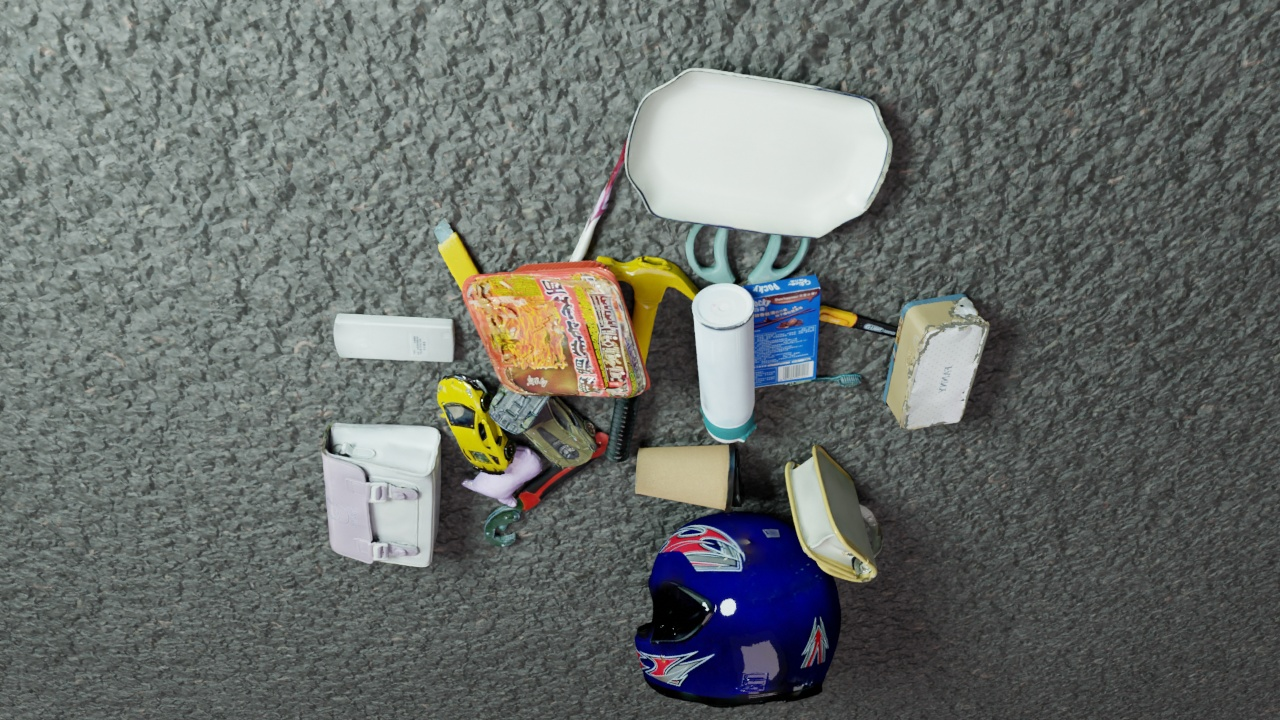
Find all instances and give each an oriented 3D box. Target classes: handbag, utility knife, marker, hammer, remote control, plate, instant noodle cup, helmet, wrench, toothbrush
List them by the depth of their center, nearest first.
[{"bbox_3d":[0.115,-0.206,0.909,0.265,0.034,0.162,5,128,-11],"label":"plate"},{"bbox_3d":[-0.039,-0.158,0.960,0.017,0.016,0.188,9,131,-25],"label":"toothbrush"},{"bbox_3d":[-0.085,-0.039,0.995,0.189,0.078,0.165,0,127,22],"label":"instant noodle cup"},{"bbox_3d":[-0.184,-0.086,1.013,0.033,0.015,0.174,-19,130,5],"label":"utility knife"},{"bbox_3d":[-0.283,-0.026,1.057,0.135,0.019,0.056,2,132,-6],"label":"remote control"},{"bbox_3d":[0.262,-0.043,1.085,0.123,0.015,0.018,13,136,-18],"label":"marker"},{"bbox_3d":[-0.006,0.006,1.092,0.128,0.032,0.301,5,129,-8],"label":"hammer"},{"bbox_3d":[0.181,0.028,1.140,0.191,0.018,0.016,-2,132,-2],"label":"toothbrush"},{"bbox_3d":[-0.335,0.178,1.192,0.145,0.098,0.197,8,131,-4],"label":"handbag"},{"bbox_3d":[0.268,0.218,1.222,0.063,0.163,0.178,-34,126,26],"label":"handbag"},{"bbox_3d":[-0.133,0.177,1.253,0.056,0.016,0.274,29,124,-26],"label":"wrench"},{"bbox_3d":[0.121,0.330,1.262,0.246,0.240,0.316,2,169,-38],"label":"helmet"}]

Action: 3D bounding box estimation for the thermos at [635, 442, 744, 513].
[{"bbox_3d":[0.067,0.150,1.200,0.143,0.092,0.093,3,132,3],"label":"thermos"}]

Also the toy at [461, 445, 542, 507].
[{"bbox_3d":[-0.173,0.152,1.212,0.084,0.038,0.108,30,121,-27],"label":"toy"}]

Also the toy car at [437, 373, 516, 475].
[{"bbox_3d":[-0.205,0.079,1.129,0.071,0.041,0.156,7,134,25],"label":"toy car"}]

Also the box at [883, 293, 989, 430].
[{"bbox_3d":[0.352,0.010,1.103,0.089,0.062,0.185,-7,134,-9],"label":"box"}]

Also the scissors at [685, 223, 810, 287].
[{"bbox_3d":[0.099,-0.104,1.017,0.169,0.019,0.178,15,131,-18],"label":"scissors"}]

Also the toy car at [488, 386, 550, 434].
[{"bbox_3d":[-0.129,0.030,1.085,0.054,0.037,0.120,36,94,-1],"label":"toy car"}]

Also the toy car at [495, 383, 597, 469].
[{"bbox_3d":[-0.118,0.078,1.148,0.070,0.042,0.158,-31,122,21],"label":"toy car"}]

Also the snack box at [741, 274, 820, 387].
[{"bbox_3d":[0.163,-0.031,1.069,0.084,0.026,0.157,-9,138,0],"label":"snack box"}]

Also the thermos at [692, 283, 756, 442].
[{"bbox_3d":[0.097,0.012,1.062,0.073,0.073,0.225,-7,139,2],"label":"thermos"}]
